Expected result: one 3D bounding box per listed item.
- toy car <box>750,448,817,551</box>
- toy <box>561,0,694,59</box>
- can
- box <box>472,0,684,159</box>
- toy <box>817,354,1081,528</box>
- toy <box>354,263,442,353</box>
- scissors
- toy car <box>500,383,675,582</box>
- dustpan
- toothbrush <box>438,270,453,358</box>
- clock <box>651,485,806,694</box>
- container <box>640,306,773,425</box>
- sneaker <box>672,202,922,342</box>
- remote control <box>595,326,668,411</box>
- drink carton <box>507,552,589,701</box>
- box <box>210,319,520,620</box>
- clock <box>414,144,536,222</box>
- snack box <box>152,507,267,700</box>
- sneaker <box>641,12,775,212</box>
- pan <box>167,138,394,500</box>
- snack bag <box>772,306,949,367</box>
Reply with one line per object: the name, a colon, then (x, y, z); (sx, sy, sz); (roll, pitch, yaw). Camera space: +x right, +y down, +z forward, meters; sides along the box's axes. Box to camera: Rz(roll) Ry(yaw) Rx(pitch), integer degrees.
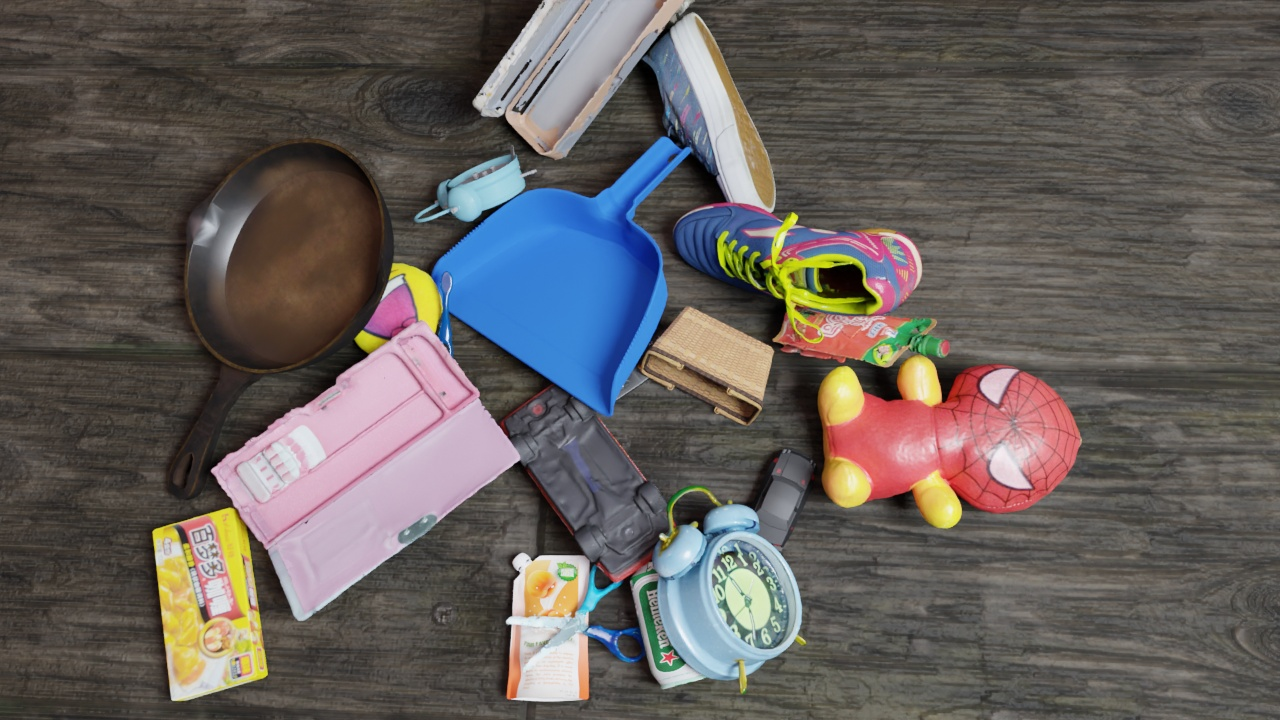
toy car: (0.125, 0.120, 0.810); (0.042, 0.036, 0.091); (25, 74, 10)
toy: (-0.010, -0.361, 0.957); (0.176, 0.076, 0.132); (-44, 37, 4)
can: (0.026, 0.220, 0.772); (0.053, 0.053, 0.101); (-14, 71, -2)
box: (-0.055, -0.303, 0.895); (0.107, 0.094, 0.217); (38, 108, -11)
toy: (0.262, 0.069, 0.789); (0.216, 0.099, 0.147); (0, 82, 4)
toy: (-0.237, -0.048, 0.881); (0.095, 0.041, 0.094); (-44, 79, -2)
scissors: (-0.046, 0.230, 0.771); (0.132, 0.015, 0.110); (-33, 83, -35)
toy car: (-0.047, 0.102, 0.808); (0.081, 0.056, 0.189); (-36, 62, -8)
dustpan: (-0.039, -0.109, 0.865); (0.246, 0.059, 0.257); (32, 69, 29)
toothbrush: (-0.185, -0.018, 0.866); (0.021, 0.016, 0.132); (3, 94, -5)
clock: (0.066, 0.180, 0.749); (0.117, 0.060, 0.162); (-21, 79, -47)
container: (0.065, 0.003, 0.834); (0.114, 0.063, 0.061); (27, 70, 4)
sneaker: (0.119, -0.089, 0.809); (0.242, 0.116, 0.090); (13, 39, 35)
remote control: (-0.005, 0.005, 0.868); (0.124, 0.010, 0.039); (-33, 73, -8)
drink carton: (-0.078, 0.227, 0.789); (0.069, 0.039, 0.122); (0, 65, 1)
box: (-0.241, 0.094, 0.817); (0.232, 0.059, 0.179); (-35, 72, -6)
clock: (-0.167, -0.167, 0.899); (0.123, 0.087, 0.042); (-30, 115, -14)
snack box: (-0.380, 0.213, 0.808); (0.075, 0.025, 0.152); (-16, 72, -3)
sneaker: (0.066, -0.234, 0.922); (0.079, 0.087, 0.235); (-26, 69, 23)
pan: (-0.352, -0.036, 0.867); (0.249, 0.043, 0.356); (21, 86, 23)
snack bag: (0.197, -0.019, 0.808); (0.155, 0.044, 0.087); (12, 34, 45)
